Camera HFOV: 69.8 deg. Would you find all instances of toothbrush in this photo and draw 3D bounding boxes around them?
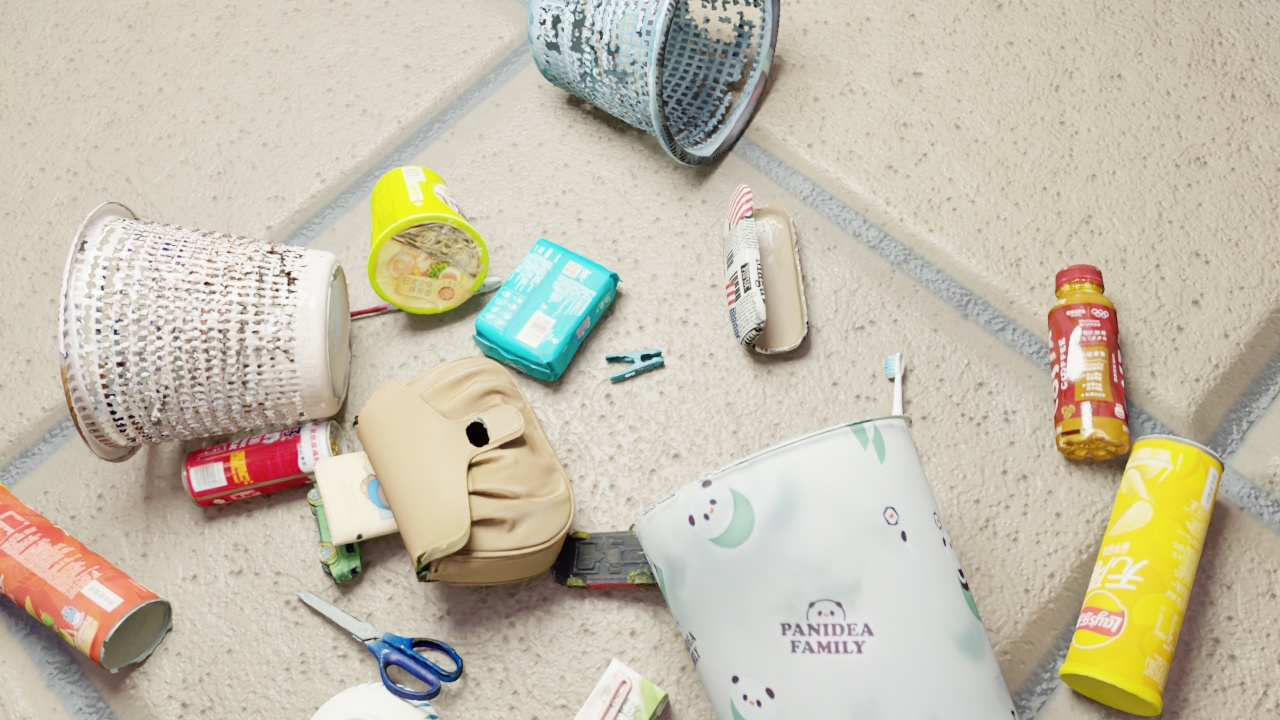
[{"bbox_3d":[-0.231,-0.062,0.917,0.187,0.016,0.017,-12,55,-1],"label":"toothbrush"},{"bbox_3d":[0.223,0.094,0.801,0.027,0.026,0.224,-16,56,43],"label":"toothbrush"}]

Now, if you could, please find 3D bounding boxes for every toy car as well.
[{"bbox_3d":[-0.269,0.150,0.806,0.036,0.043,0.091,-16,72,-19],"label":"toy car"},{"bbox_3d":[-0.025,0.170,0.783,0.106,0.031,0.049,-6,61,16],"label":"toy car"}]

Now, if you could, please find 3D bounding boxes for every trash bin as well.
[{"bbox_3d":[-0.367,-0.024,0.816,0.192,0.228,0.227,0,65,-9],"label":"trash bin"},{"bbox_3d":[0.140,0.199,0.662,0.229,0.230,0.251,-19,71,-5],"label":"trash bin"},{"bbox_3d":[0.003,-0.333,0.930,0.195,0.227,0.226,24,69,28],"label":"trash bin"}]

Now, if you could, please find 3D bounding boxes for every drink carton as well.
[{"bbox_3d":[-0.032,0.299,0.717,0.053,0.045,0.122,30,71,18],"label":"drink carton"}]

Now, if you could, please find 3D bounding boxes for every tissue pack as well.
[{"bbox_3d":[-0.088,-0.051,0.880,0.093,0.050,0.133,28,70,18],"label":"tissue pack"}]

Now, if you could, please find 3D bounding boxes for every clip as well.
[{"bbox_3d":[-0.005,0.003,0.869,0.056,0.014,0.039,-12,66,1],"label":"clip"}]

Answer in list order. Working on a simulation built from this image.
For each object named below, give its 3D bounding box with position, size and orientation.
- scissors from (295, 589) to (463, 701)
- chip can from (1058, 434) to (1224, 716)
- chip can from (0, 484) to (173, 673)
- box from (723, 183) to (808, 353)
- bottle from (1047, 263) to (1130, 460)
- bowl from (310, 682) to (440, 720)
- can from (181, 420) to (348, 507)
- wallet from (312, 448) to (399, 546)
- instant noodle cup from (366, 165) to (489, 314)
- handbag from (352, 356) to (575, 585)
[{"bbox_3d":[-0.221,0.229,0.779,0.107,0.012,0.175,-8,30,-37],"label":"scissors"},{"bbox_3d":[0.400,0.166,0.728,0.072,0.072,0.213,23,70,14],"label":"chip can"},{"bbox_3d":[-0.511,0.184,0.795,0.217,0.073,0.073,26,70,15],"label":"chip can"},{"bbox_3d":[0.109,-0.090,0.862,0.076,0.088,0.162,-10,66,19],"label":"box"},{"bbox_3d":[0.394,-0.001,0.814,0.057,0.057,0.174,4,66,7],"label":"bottle"},{"bbox_3d":[-0.216,0.310,0.716,0.116,0.066,0.116,-2,65,3],"label":"bowl"},{"bbox_3d":[-0.338,0.093,0.832,0.133,0.053,0.053,-13,65,-1],"label":"can"},{"bbox_3d":[-0.223,0.112,0.810,0.115,0.024,0.087,-10,61,-29],"label":"wallet"},{"bbox_3d":[-0.214,-0.125,0.891,0.111,0.112,0.123,-21,45,-5],"label":"instant noodle cup"},{"bbox_3d":[-0.146,0.088,0.777,0.147,0.100,0.204,-17,57,-27],"label":"handbag"}]
